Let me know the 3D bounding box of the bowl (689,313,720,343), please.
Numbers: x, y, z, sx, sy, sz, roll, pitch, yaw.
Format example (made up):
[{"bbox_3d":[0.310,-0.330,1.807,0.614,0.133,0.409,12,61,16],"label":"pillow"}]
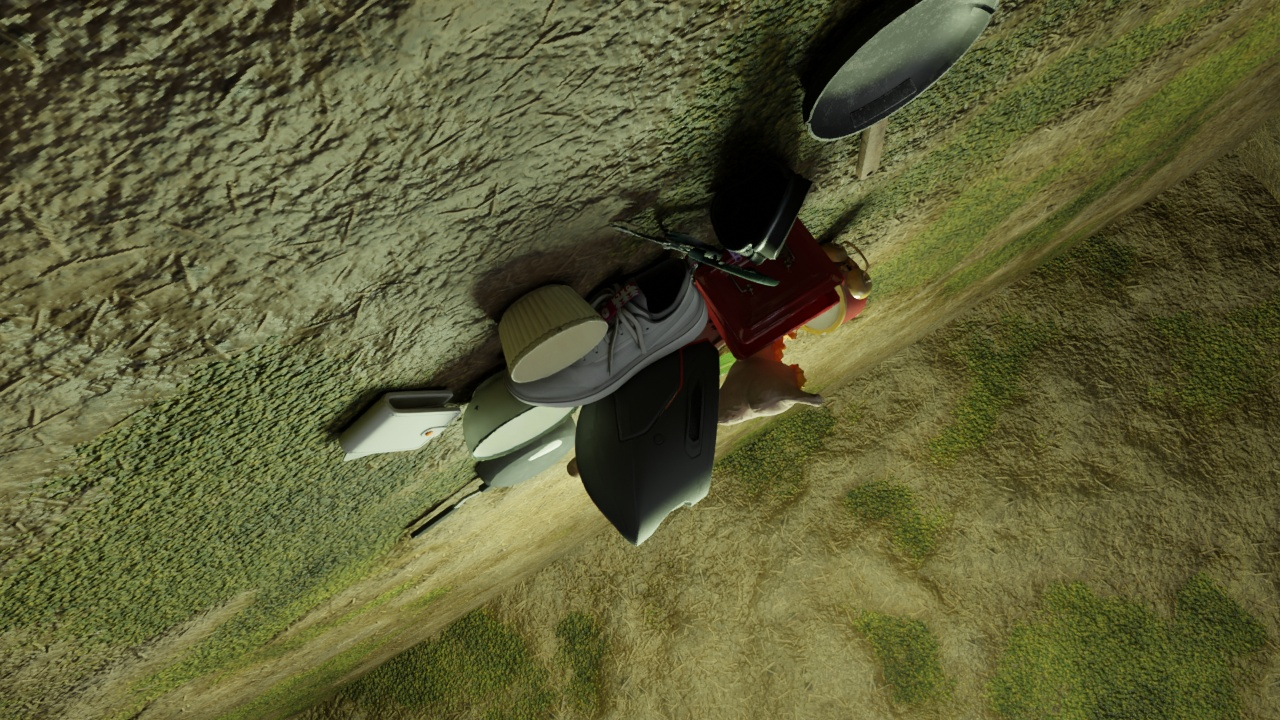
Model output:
[{"bbox_3d":[0.087,-0.043,1.325,0.114,0.045,0.114,-41,180,0],"label":"bowl"}]

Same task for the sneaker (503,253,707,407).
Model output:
[{"bbox_3d":[-0.038,-0.036,1.052,0.262,0.096,0.129,-27,154,-12],"label":"sneaker"}]

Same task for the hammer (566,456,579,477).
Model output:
[{"bbox_3d":[-0.008,0.077,1.407,0.320,0.040,0.130,-42,174,-41],"label":"hammer"}]

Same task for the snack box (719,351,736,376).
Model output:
[{"bbox_3d":[0.065,0.032,1.313,0.147,0.025,0.080,-23,175,-36],"label":"snack box"}]

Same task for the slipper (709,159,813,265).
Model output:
[{"bbox_3d":[0.119,-0.163,0.967,0.109,0.083,0.265,-63,179,9],"label":"slipper"}]

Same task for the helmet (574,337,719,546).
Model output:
[{"bbox_3d":[0.004,0.096,1.141,0.170,0.264,0.164,4,169,-1],"label":"helmet"}]

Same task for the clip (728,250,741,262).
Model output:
[{"bbox_3d":[0.108,-0.143,1.124,0.014,0.042,0.052,-34,130,7],"label":"clip"}]

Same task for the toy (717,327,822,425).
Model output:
[{"bbox_3d":[0.186,0.000,1.233,0.197,0.065,0.263,-10,-153,35],"label":"toy"}]

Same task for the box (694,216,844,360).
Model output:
[{"bbox_3d":[0.162,-0.091,1.177,0.157,0.134,0.112,-31,165,-1],"label":"box"}]

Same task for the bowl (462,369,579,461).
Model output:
[{"bbox_3d":[-0.155,0.056,1.136,0.153,0.073,0.153,-29,165,-9],"label":"bowl"}]

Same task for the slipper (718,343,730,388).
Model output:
[{"bbox_3d":[0.148,0.022,1.461,0.260,0.079,0.111,-40,-168,-24],"label":"slipper"}]

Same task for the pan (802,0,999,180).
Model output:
[{"bbox_3d":[0.242,-0.267,0.926,0.207,0.040,0.357,-31,167,-1],"label":"pan"}]

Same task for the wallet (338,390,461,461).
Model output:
[{"bbox_3d":[-0.277,0.077,1.034,0.115,0.037,0.118,-38,161,25],"label":"wallet"}]

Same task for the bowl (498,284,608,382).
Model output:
[{"bbox_3d":[-0.099,-0.034,0.967,0.115,0.062,0.115,-29,165,-8],"label":"bowl"}]

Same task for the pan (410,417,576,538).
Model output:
[{"bbox_3d":[-0.247,0.205,1.517,0.358,0.041,0.178,-36,165,18],"label":"pan"}]

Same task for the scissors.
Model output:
[{"bbox_3d":[0.038,-0.125,0.966,0.209,0.142,0.015,15,107,-32],"label":"scissors"}]

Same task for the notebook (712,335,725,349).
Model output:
[{"bbox_3d":[0.146,-0.054,1.362,0.208,0.012,0.153,-40,180,-15],"label":"notebook"}]

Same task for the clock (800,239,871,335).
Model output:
[{"bbox_3d":[0.294,-0.117,1.392,0.081,0.117,0.159,-25,159,-36],"label":"clock"}]
